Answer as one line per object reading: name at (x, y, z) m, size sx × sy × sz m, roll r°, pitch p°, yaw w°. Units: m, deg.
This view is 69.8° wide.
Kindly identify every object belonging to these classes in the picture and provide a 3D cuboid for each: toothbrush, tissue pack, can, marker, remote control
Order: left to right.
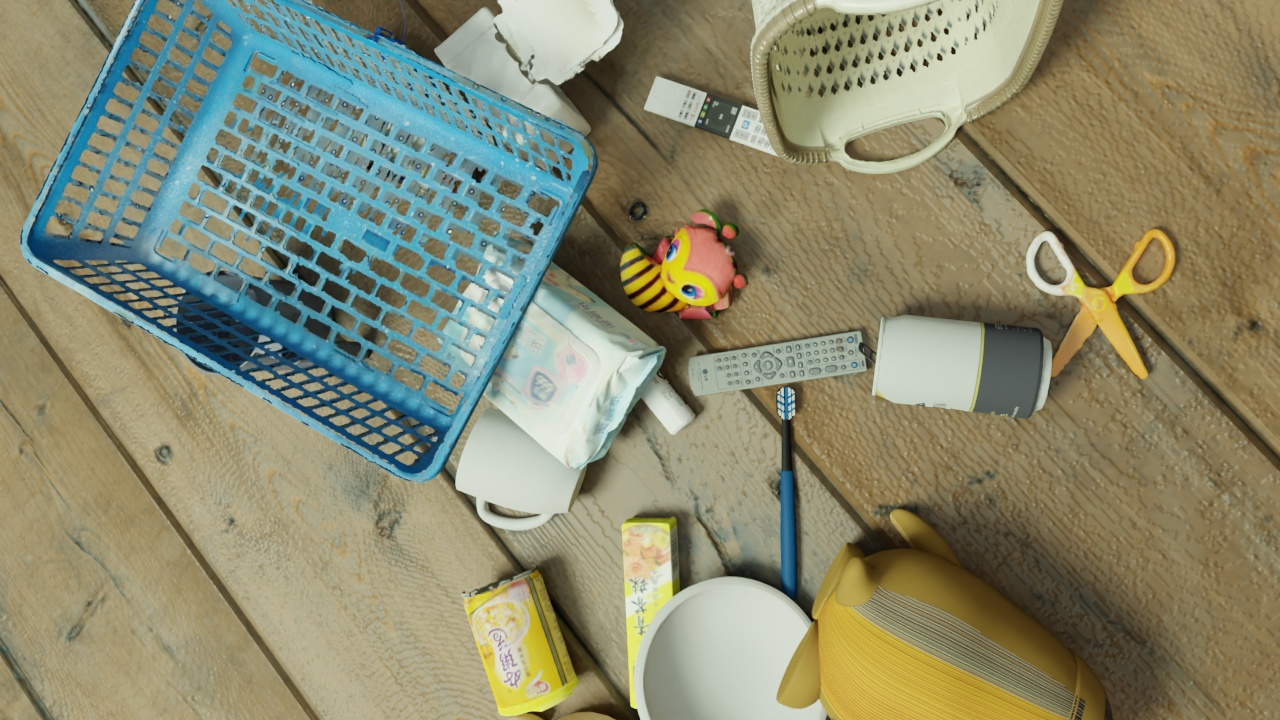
can at (-0.185, -0.163, 0.750) m, size 0.086 × 0.086 × 0.043 m, roll 22°, pitch 96°, yaw 13°
can at (-0.098, 0.226, 0.741) m, size 0.068 × 0.067 × 0.105 m, roll -21°, pitch 85°, yaw 14°
tissue pack at (-0.077, -0.010, 0.717) m, size 0.182 × 0.069 × 0.112 m, roll 37°, pitch 114°, yaw 19°
marker at (-0.004, 0.004, 0.736) m, size 0.025 × 0.025 × 0.126 m, roll -41°, pitch 81°, yaw 11°
remote control at (0.064, -0.191, 0.722) m, size 0.124 × 0.011 × 0.028 m, roll 23°, pitch 96°, yaw 13°
remote control at (0.104, 0.003, 0.713) m, size 0.137 × 0.013 × 0.033 m, roll -9°, pitch 88°, yaw 15°
toothbrush at (0.114, 0.104, 0.712) m, size 0.014 × 0.014 × 0.167 m, roll -1°, pitch 90°, yaw 4°
can at (0.221, 0.003, 0.656) m, size 0.127 × 0.064 × 0.064 m, roll 7°, pitch 92°, yaw 15°

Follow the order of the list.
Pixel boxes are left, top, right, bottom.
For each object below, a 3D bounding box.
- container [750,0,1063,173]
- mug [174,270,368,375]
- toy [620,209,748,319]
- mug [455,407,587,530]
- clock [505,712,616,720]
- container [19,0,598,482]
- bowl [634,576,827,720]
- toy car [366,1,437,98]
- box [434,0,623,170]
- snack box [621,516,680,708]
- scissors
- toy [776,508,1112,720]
container at (0.156, -0.229, 0.587) m, size 0.185 × 0.246 × 0.142 m, roll -13°, pitch 78°, yaw 10°
mug at (-0.305, -0.024, 0.775) m, size 0.124 × 0.104 × 0.084 m, roll 18°, pitch 95°, yaw 14°
toy at (0.035, -0.069, 0.715) m, size 0.104 × 0.046 × 0.084 m, roll -10°, pitch 110°, yaw 25°
mug at (-0.096, 0.101, 0.747) m, size 0.089 × 0.071 × 0.107 m, roll 20°, pitch 123°, yaw 5°
clock at (-0.040, 0.349, 0.731) m, size 0.161 × 0.086 × 0.131 m, roll -7°, pitch 88°, yaw 24°
container at (-0.230, -0.105, 0.664) m, size 0.362 × 0.089 × 0.257 m, roll 28°, pitch 91°, yaw 10°
bowl at (0.066, 0.241, 0.696) m, size 0.149 × 0.043 × 0.149 m, roll 3°, pitch 74°, yaw -9°
toy car at (-0.195, -0.273, 0.777) m, size 0.092 × 0.033 × 0.062 m, roll 43°, pitch 107°, yaw 11°
box at (-0.071, -0.237, 0.701) m, size 0.137 × 0.126 × 0.108 m, roll -41°, pitch 80°, yaw 9°
snack box at (0.011, 0.200, 0.732) m, size 0.040 × 0.029 × 0.148 m, roll -3°, pitch 90°, yaw 15°
scissors at (0.322, -0.045, 0.656) m, size 0.127 × 0.011 × 0.125 m, roll 32°, pitch 97°, yaw 14°
toy at (0.214, 0.220, 0.631) m, size 0.203 × 0.163 × 0.198 m, roll 26°, pitch 57°, yaw 11°
